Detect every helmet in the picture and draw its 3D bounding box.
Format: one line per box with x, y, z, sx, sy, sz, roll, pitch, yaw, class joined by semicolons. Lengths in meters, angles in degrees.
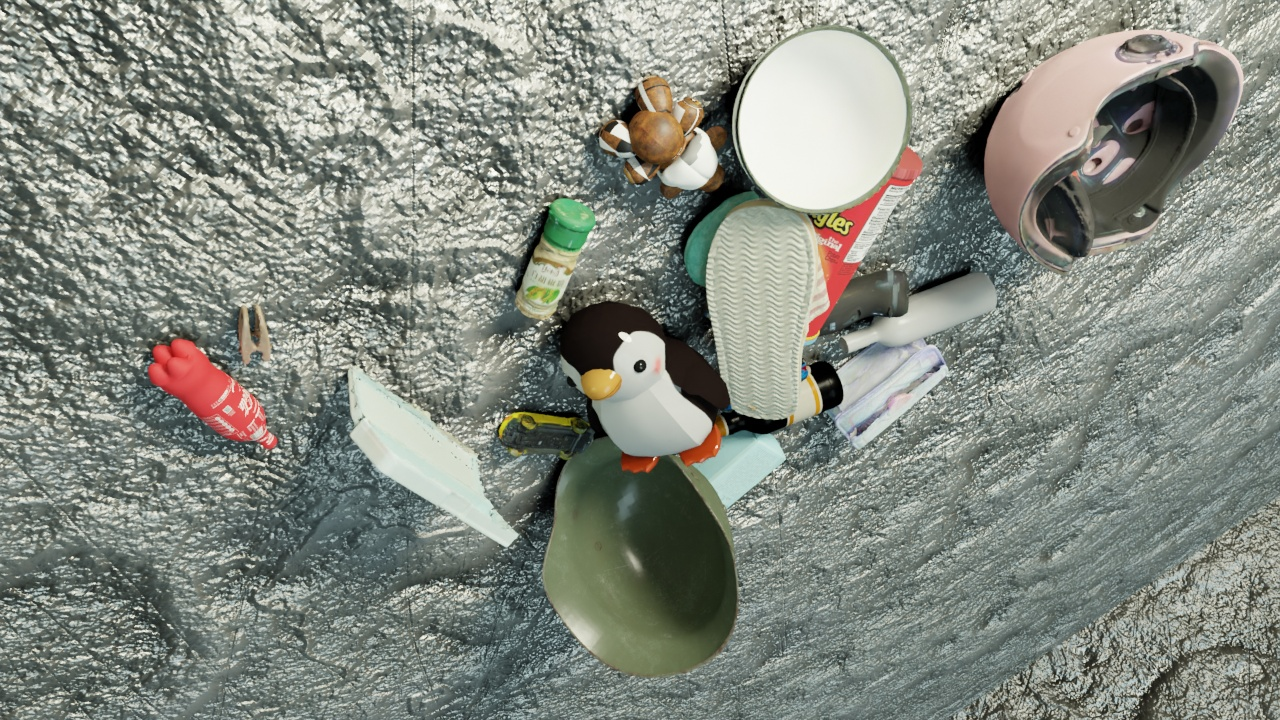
0.459;-0.223;0.925;0.255;0.152;0.230;-35;137;2;helmet
0.015;0.204;1.060;0.227;0.268;0.153;-21;-176;22;helmet

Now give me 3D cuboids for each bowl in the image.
0.148;-0.207;0.791;0.153;0.073;0.153;-3;110;-9;bowl

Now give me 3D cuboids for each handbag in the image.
0.316;0.039;1.174;0.159;0.069;0.126;-40;141;7;handbag

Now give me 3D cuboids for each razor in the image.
0.241;-0.057;1.030;0.140;0.063;0.053;-23;138;-10;razor

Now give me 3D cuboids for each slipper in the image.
0.126;-0.048;0.904;0.115;0.052;0.263;7;132;14;slipper

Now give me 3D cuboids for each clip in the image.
-0.317;-0.020;0.761;0.061;0.026;0.049;-45;139;18;clip

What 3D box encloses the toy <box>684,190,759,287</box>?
0.079;-0.112;0.903;0.085;0.033;0.105;-26;140;-23;toy

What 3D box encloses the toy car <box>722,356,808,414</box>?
0.134;0.019;1.054;0.120;0.056;0.044;-24;126;-14;toy car

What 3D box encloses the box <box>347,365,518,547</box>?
-0.199;0.097;0.863;0.044;0.136;0.197;-39;139;1;box

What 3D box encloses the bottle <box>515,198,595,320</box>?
-0.079;-0.089;0.821;0.043;0.043;0.111;3;131;-33;bottle

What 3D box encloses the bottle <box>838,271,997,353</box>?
0.328;-0.051;1.099;0.195;0.052;0.052;-20;139;-12;bottle

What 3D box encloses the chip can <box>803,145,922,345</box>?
0.189;-0.122;0.917;0.087;0.087;0.214;0;132;-31;chip can

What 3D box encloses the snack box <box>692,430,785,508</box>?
0.093;0.150;1.162;0.175;0.053;0.075;-42;139;15;snack box

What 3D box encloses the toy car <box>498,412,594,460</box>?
-0.100;0.080;0.988;0.106;0.030;0.049;10;125;-30;toy car

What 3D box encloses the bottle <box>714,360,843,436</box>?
0.150;0.057;1.095;0.181;0.059;0.059;-20;139;-12;bottle

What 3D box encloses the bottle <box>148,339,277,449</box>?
-0.356;0.035;0.778;0.042;0.042;0.142;-30;140;-2;bottle

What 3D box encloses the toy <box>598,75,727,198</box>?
0.028;-0.180;0.782;0.087;0.067;0.112;-46;147;18;toy

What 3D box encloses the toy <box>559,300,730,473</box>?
-0.006;0.005;0.921;0.159;0.139;0.184;-12;138;30;toy

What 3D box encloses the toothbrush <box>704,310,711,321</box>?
0.130;-0.052;1.005;0.134;0.017;0.022;-5;136;-27;toothbrush
